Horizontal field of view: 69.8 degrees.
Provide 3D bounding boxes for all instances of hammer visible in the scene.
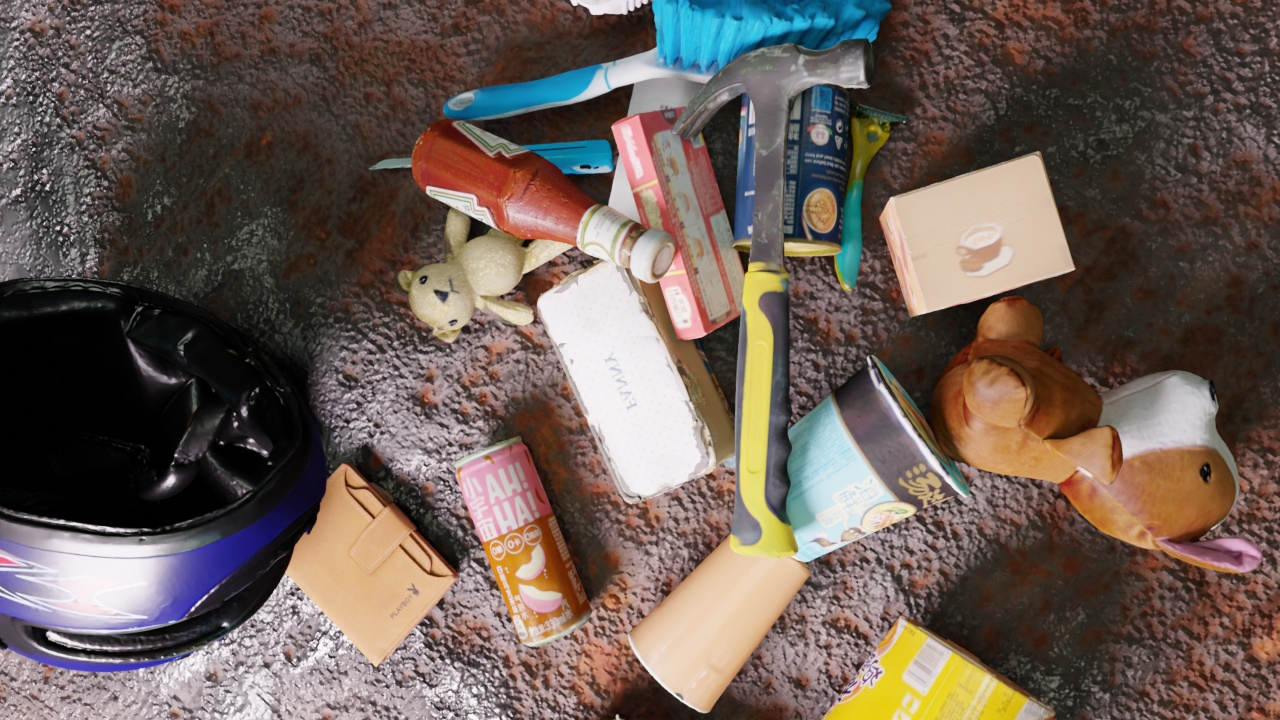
[{"bbox_3d":[0.078,-0.038,0.587,0.126,0.031,0.323,2,90,26],"label":"hammer"}]

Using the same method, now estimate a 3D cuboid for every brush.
[{"bbox_3d":[0.012,-0.213,0.630,0.314,0.110,0.060,-3,67,-1],"label":"brush"}]

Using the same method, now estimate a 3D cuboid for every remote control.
[{"bbox_3d":[0.012,-0.152,0.682,0.056,0.019,0.135,12,92,7],"label":"remote control"}]

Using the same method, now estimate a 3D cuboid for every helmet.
[{"bbox_3d":[-0.359,0.098,0.643,0.316,0.246,0.241,24,134,18],"label":"helmet"}]

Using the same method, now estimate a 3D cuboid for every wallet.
[{"bbox_3d":[-0.219,0.160,0.726,0.132,0.031,0.108,44,100,6],"label":"wallet"}]

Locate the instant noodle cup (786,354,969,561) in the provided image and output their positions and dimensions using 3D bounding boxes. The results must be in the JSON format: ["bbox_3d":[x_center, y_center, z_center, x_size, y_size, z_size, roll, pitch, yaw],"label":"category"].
[{"bbox_3d":[0.140,0.075,0.623,0.121,0.111,0.111,-37,84,17],"label":"instant noodle cup"}]

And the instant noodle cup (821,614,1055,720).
[{"bbox_3d":[0.192,0.242,0.599,0.138,0.138,0.109,31,87,9],"label":"instant noodle cup"}]

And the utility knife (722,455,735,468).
[{"bbox_3d":[0.038,0.008,0.681,0.033,0.015,0.170,-29,85,13],"label":"utility knife"}]

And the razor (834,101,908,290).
[{"bbox_3d":[0.155,-0.114,0.650,0.043,0.028,0.132,9,89,-19],"label":"razor"}]

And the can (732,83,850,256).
[{"bbox_3d":[0.105,-0.132,0.637,0.075,0.075,0.111,4,91,11],"label":"can"}]

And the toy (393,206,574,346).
[{"bbox_3d":[-0.104,-0.077,0.684,0.157,0.066,0.105,-36,98,-5],"label":"toy"}]

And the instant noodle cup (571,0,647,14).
[{"bbox_3d":[-0.014,-0.331,0.656,0.138,0.060,0.173,-28,80,1],"label":"instant noodle cup"}]

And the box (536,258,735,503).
[{"bbox_3d":[-0.004,0.004,0.658,0.090,0.059,0.184,-25,84,28],"label":"box"}]

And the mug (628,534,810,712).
[{"bbox_3d":[0.060,0.175,0.652,0.078,0.078,0.123,41,92,8],"label":"mug"}]

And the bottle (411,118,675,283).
[{"bbox_3d":[-0.068,-0.107,0.629,0.206,0.059,0.060,28,96,25],"label":"bottle"}]

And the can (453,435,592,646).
[{"bbox_3d":[-0.088,0.134,0.685,0.058,0.058,0.147,-23,86,10],"label":"can"}]

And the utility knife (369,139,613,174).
[{"bbox_3d":[-0.115,-0.153,0.703,0.198,0.034,0.018,0,130,13],"label":"utility knife"}]

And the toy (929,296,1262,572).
[{"bbox_3d":[0.287,0.044,0.571,0.199,0.139,0.131,36,130,3],"label":"toy"}]

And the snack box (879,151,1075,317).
[{"bbox_3d":[0.217,-0.078,0.605,0.093,0.094,0.077,-16,88,10],"label":"snack box"}]

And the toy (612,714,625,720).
[{"bbox_3d":[-0.018,0.327,0.662,0.226,0.082,0.143,7,83,13],"label":"toy"}]

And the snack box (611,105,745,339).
[{"bbox_3d":[0.031,-0.097,0.636,0.026,0.075,0.153,-11,101,37],"label":"snack box"}]
